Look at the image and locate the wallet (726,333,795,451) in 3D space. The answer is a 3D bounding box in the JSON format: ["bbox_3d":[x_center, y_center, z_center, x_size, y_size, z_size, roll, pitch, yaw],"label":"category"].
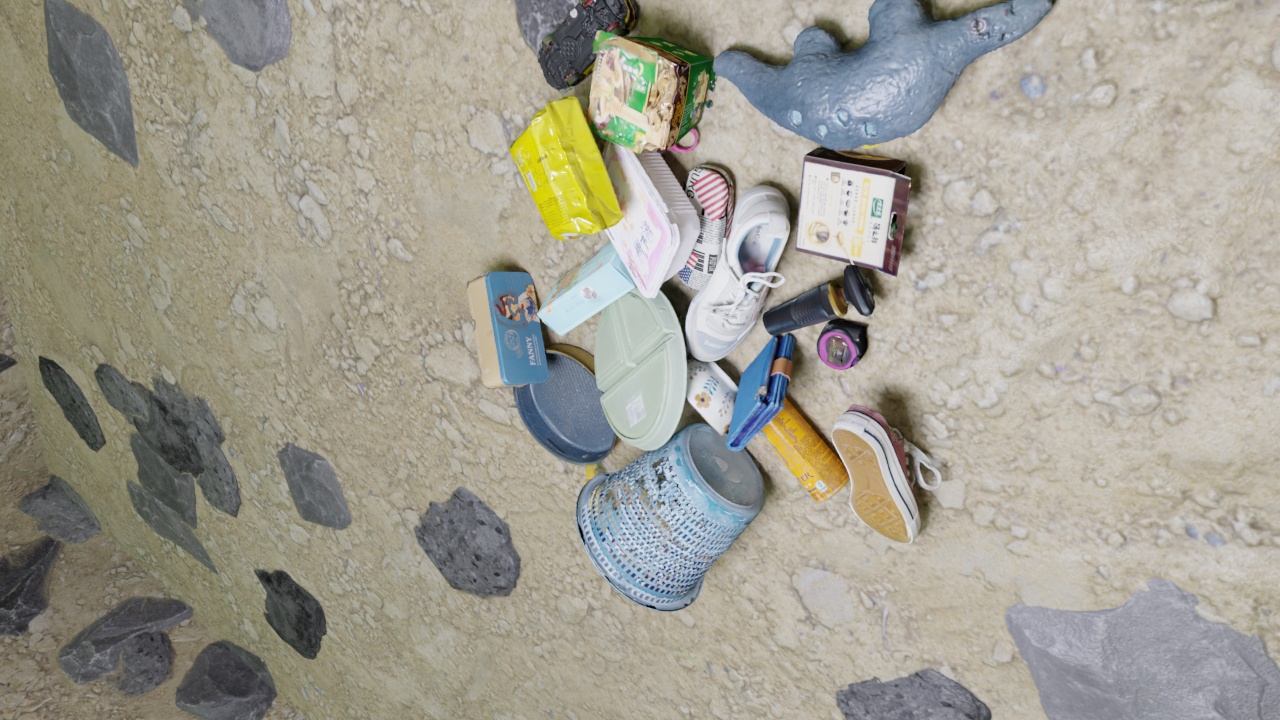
[{"bbox_3d":[0.149,0.037,1.134,0.040,0.132,0.107,28,133,-9],"label":"wallet"}]

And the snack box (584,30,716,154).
[{"bbox_3d":[0.015,-0.311,1.048,0.117,0.105,0.118,30,129,23],"label":"snack box"}]

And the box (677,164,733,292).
[{"bbox_3d":[0.082,-0.162,1.133,0.072,0.060,0.165,41,137,41],"label":"box"}]

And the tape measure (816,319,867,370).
[{"bbox_3d":[0.239,-0.018,1.092,0.057,0.039,0.058,17,125,29],"label":"tape measure"}]

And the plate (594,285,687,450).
[{"bbox_3d":[-0.007,0.007,1.229,0.230,0.027,0.230,12,104,61],"label":"plate"}]

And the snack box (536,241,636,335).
[{"bbox_3d":[-0.064,-0.103,1.244,0.051,0.074,0.175,42,137,-18],"label":"snack box"}]

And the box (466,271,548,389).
[{"bbox_3d":[-0.195,-0.038,1.347,0.062,0.089,0.184,-18,83,42],"label":"box"}]

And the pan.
[{"bbox_3d":[-0.090,0.146,1.417,0.198,0.078,0.357,-9,109,41],"label":"pan"}]

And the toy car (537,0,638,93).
[{"bbox_3d":[-0.068,-0.390,1.107,0.156,0.041,0.071,-34,92,43],"label":"toy car"}]

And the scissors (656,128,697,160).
[{"bbox_3d":[0.018,-0.266,1.134,0.134,0.017,0.133,-18,108,46],"label":"scissors"}]

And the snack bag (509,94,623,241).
[{"bbox_3d":[-0.101,-0.226,1.137,0.158,0.068,0.247,68,168,-9],"label":"snack bag"}]

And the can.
[{"bbox_3d":[0.204,0.111,1.183,0.146,0.058,0.058,49,134,3],"label":"can"}]

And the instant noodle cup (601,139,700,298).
[{"bbox_3d":[0.010,-0.180,1.121,0.173,0.060,0.138,60,152,22],"label":"instant noodle cup"}]

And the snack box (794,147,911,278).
[{"bbox_3d":[0.235,-0.163,1.000,0.126,0.053,0.113,18,125,28],"label":"snack box"}]

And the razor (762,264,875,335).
[{"bbox_3d":[0.207,-0.064,1.083,0.168,0.067,0.062,-22,91,53],"label":"razor"}]

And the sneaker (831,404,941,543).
[{"bbox_3d":[0.298,0.129,1.105,0.118,0.087,0.241,19,148,43],"label":"sneaker"}]

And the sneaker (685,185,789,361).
[{"bbox_3d":[0.121,-0.083,1.092,0.089,0.090,0.243,11,126,-13],"label":"sneaker"}]

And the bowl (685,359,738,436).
[{"bbox_3d":[0.090,0.039,1.212,0.062,0.113,0.113,-42,86,2],"label":"bowl"}]

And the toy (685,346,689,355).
[{"bbox_3d":[0.021,0.007,1.276,0.084,0.038,0.108,32,133,19],"label":"toy"}]

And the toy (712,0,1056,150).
[{"bbox_3d":[0.226,-0.284,0.922,0.357,0.091,0.138,-2,86,37],"label":"toy"}]

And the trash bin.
[{"bbox_3d":[0.057,0.199,1.262,0.226,0.226,0.196,47,121,5],"label":"trash bin"}]
